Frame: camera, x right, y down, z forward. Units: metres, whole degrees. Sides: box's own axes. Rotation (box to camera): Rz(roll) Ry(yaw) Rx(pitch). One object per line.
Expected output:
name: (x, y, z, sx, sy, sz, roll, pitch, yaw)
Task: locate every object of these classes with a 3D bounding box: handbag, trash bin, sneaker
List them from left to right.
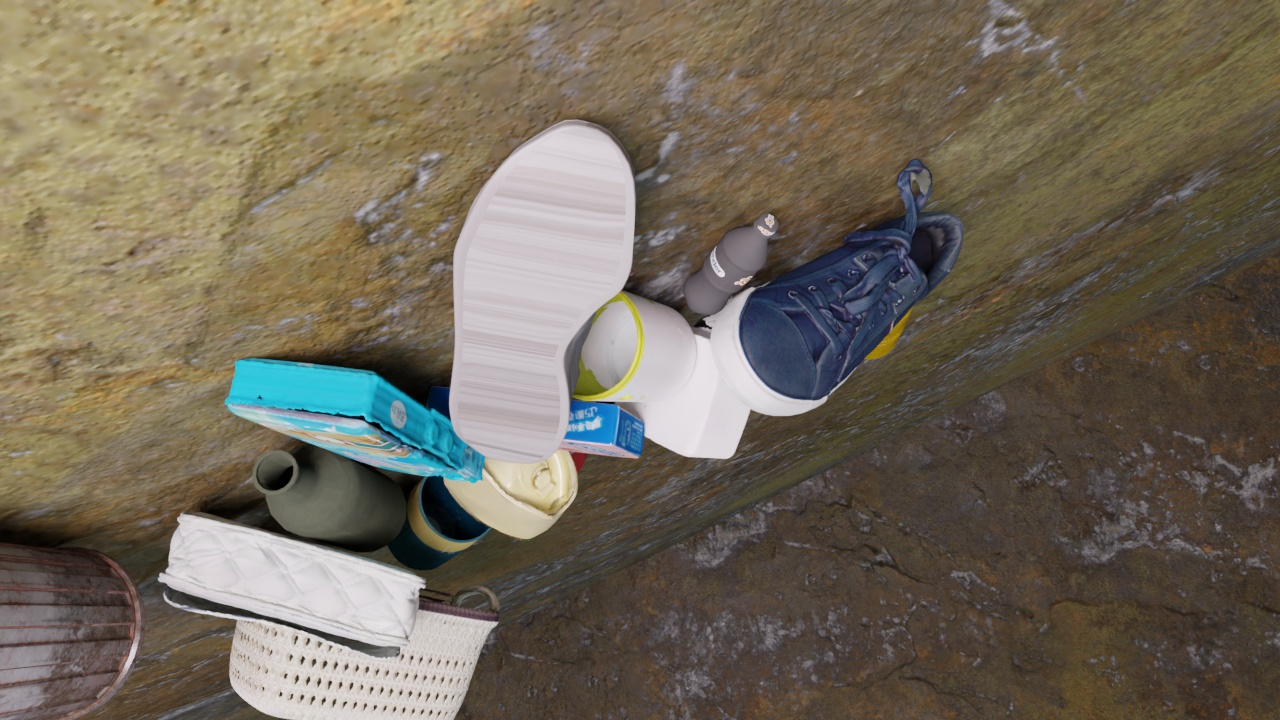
trash bin: (-0.419, 0.168, 0.555, 0.131, 0.130, 0.211, -25, 165, -3)
handbag: (-0.271, 0.178, 0.721, 0.195, 0.072, 0.139, 20, 163, -12)
handbag: (-0.115, 0.107, 0.840, 0.081, 0.111, 0.120, -41, 174, -31)
sneaker: (-0.057, -0.046, 0.532, 0.099, 0.089, 0.237, 13, 131, -10)
sneaker: (0.170, -0.058, 0.707, 0.293, 0.120, 0.128, -31, 179, -41)

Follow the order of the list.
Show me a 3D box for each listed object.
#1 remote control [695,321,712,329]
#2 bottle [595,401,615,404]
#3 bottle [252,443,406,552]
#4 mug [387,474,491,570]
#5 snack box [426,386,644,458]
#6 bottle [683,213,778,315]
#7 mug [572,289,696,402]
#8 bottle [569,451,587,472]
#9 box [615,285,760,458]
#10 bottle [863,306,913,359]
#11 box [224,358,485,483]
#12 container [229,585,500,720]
remote control: (0.055, -0.008, 0.906, 0.033, 0.015, 0.147, -19, 162, -22)
bottle: (-0.016, 0.044, 0.916, 0.041, 0.041, 0.116, -29, 163, 11)
bottle: (-0.244, 0.106, 0.719, 0.071, 0.071, 0.207, -24, 164, -5)
mug: (-0.192, 0.157, 0.937, 0.113, 0.083, 0.108, -19, 164, -42)
snack box: (-0.081, 0.050, 0.721, 0.154, 0.033, 0.088, 5, 170, 14)
bottle: (0.069, -0.073, 0.688, 0.036, 0.036, 0.110, -15, 161, -32)
mug: (-0.015, -0.010, 0.681, 0.083, 0.082, 0.106, -31, 164, 20)
bottle: (-0.091, 0.099, 0.940, 0.062, 0.062, 0.177, -18, 162, -24)
box: (0.061, -0.007, 0.762, 0.101, 0.111, 0.189, 38, 83, -44)
bottle: (0.241, -0.055, 0.943, 0.071, 0.071, 0.164, -26, 164, 2)
box: (-0.179, 0.049, 0.624, 0.094, 0.039, 0.227, 7, 165, 10)
container: (-0.273, 0.271, 0.898, 0.251, 0.143, 0.185, 22, 163, -35)
